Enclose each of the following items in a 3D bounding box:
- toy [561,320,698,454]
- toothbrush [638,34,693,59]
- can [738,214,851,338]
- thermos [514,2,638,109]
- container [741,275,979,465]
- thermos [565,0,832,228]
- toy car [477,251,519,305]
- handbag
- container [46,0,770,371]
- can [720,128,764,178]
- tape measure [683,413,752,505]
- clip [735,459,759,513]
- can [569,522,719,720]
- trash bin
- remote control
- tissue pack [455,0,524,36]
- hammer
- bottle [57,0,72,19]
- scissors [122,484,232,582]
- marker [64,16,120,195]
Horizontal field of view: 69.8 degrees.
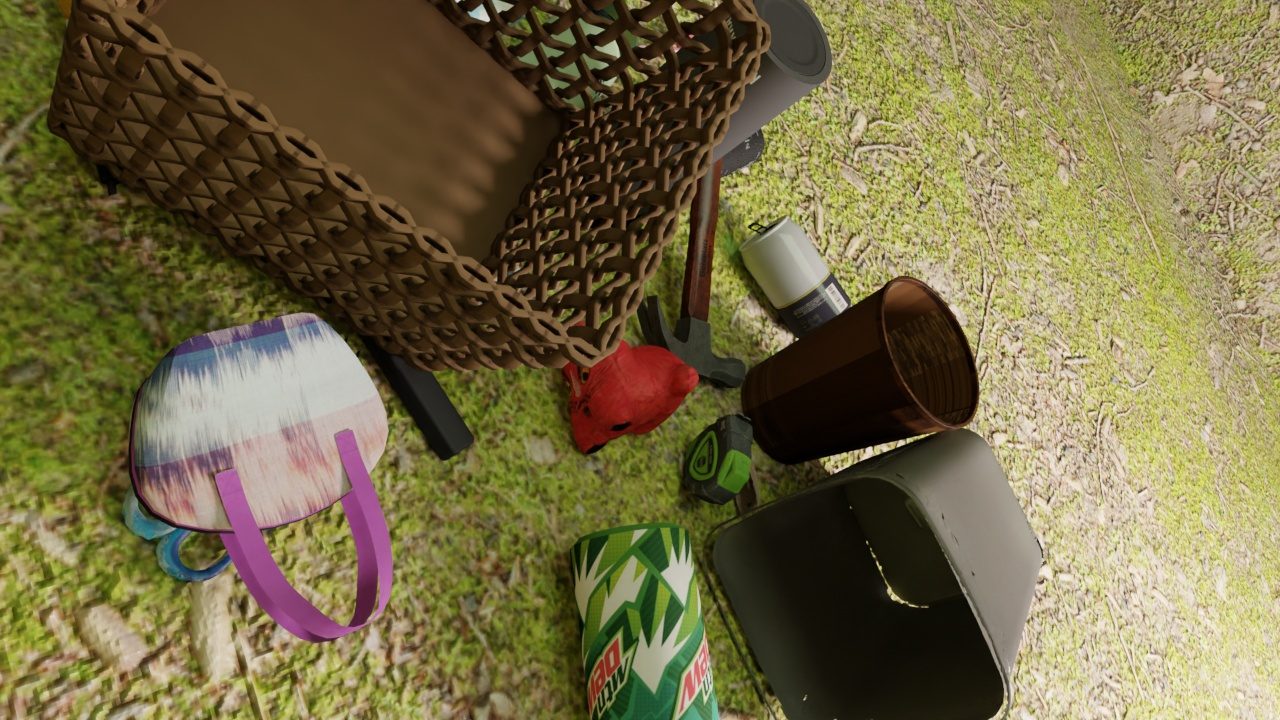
[{"bbox_3d":[-0.004,0.004,0.702,0.132,0.088,0.094,-15,69,-47],"label":"toy"},{"bbox_3d":[0.031,-0.322,0.940,0.134,0.016,0.021,-33,95,-46],"label":"toothbrush"},{"bbox_3d":[0.148,-0.084,0.895,0.127,0.064,0.064,53,44,-9],"label":"can"},{"bbox_3d":[-0.078,-0.232,0.753,0.082,0.083,0.230,48,45,-14],"label":"thermos"},{"bbox_3d":[0.183,0.020,0.800,0.132,0.168,0.132,20,57,-35],"label":"container"},{"bbox_3d":[0.031,-0.185,0.712,0.082,0.241,0.082,16,62,-33],"label":"thermos"},{"bbox_3d":[-0.123,-0.051,0.650,0.048,0.033,0.105,48,46,-16],"label":"toy car"},{"bbox_3d":[-0.188,0.068,0.495,0.144,0.068,0.170,-20,83,-45],"label":"handbag"},{"bbox_3d":[-0.121,-0.149,0.488,0.251,0.215,0.219,37,69,-29],"label":"container"},{"bbox_3d":[0.068,-0.201,0.886,0.137,0.054,0.054,-32,93,-46],"label":"can"},{"bbox_3d":[0.064,0.084,0.737,0.036,0.059,0.065,29,50,-31],"label":"tape measure"},{"bbox_3d":[0.087,0.102,0.775,0.039,0.024,0.060,45,42,-16],"label":"clip"},{"bbox_3d":[0.002,0.187,0.609,0.083,0.083,0.144,8,65,-40],"label":"can"},{"bbox_3d":[0.207,0.166,0.744,0.219,0.198,0.197,-20,83,-52],"label":"trash bin"},{"bbox_3d":[-0.154,0.002,0.605,0.032,0.015,0.136,-37,96,-46],"label":"remote control"},{"bbox_3d":[-0.156,-0.281,0.679,0.112,0.070,0.181,49,27,-14],"label":"tissue pack"},{"bbox_3d":[0.056,-0.134,0.805,0.111,0.028,0.300,15,76,-38],"label":"hammer"},{"bbox_3d":[-0.260,-0.219,0.580,0.185,0.053,0.053,-8,75,-56],"label":"bottle"},{"bbox_3d":[-0.219,0.066,0.518,0.066,0.015,0.134,53,42,-5],"label":"scissors"},{"bbox_3d":[-0.317,-0.161,0.532,0.019,0.019,0.145,-4,73,-44],"label":"marker"}]
